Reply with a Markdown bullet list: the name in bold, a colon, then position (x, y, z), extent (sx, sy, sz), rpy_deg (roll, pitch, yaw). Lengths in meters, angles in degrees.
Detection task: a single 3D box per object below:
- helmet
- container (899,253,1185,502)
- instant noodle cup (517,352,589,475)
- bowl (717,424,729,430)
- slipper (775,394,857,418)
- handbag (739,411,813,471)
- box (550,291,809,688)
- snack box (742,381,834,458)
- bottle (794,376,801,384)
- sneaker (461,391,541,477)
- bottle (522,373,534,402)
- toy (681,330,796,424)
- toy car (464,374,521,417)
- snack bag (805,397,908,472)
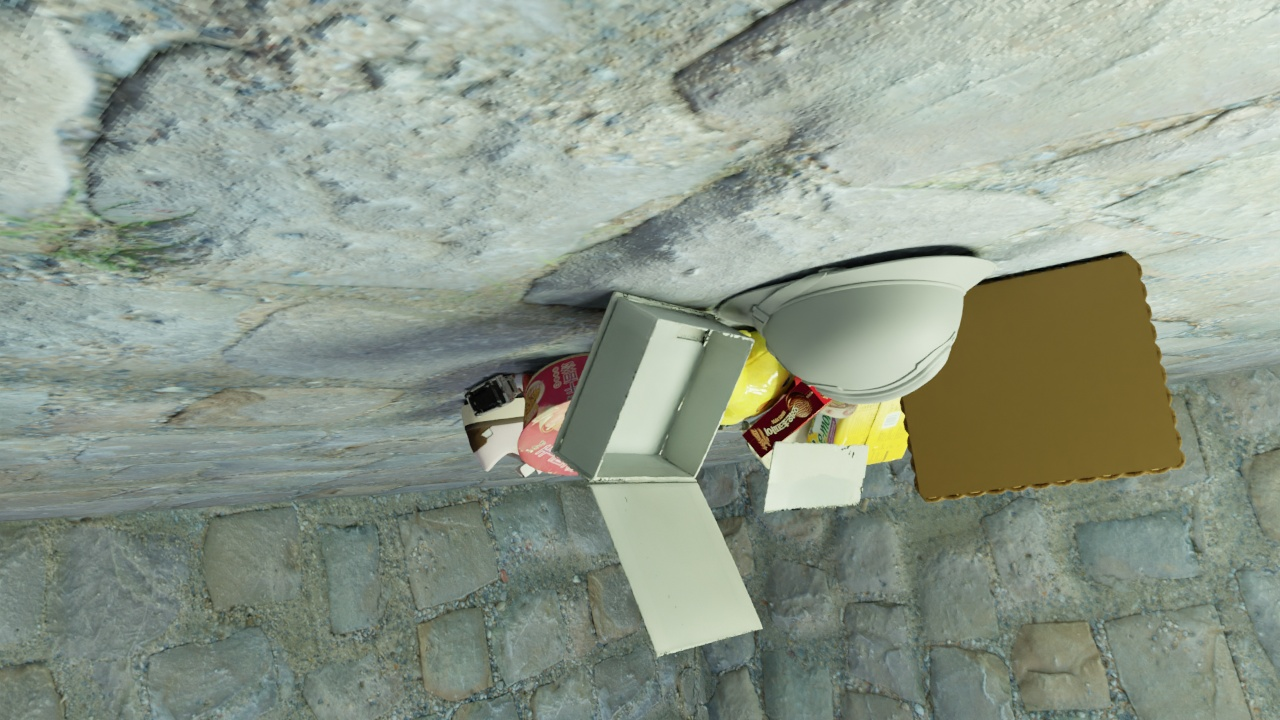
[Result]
- **helmet**: position (0.208, -0.017, 0.887), extent (0.272, 0.117, 0.183), rpy_deg (-11, 169, 29)
- **container**: position (0.429, 0.032, 1.026), extent (0.252, 0.219, 0.214), rpy_deg (-11, 169, 21)
- **instant noodle cup**: position (-0.065, 0.060, 1.099), extent (0.178, 0.077, 0.179), rpy_deg (-11, 146, -7)
- **bowl**: position (0.157, 0.061, 1.422), extent (0.110, 0.055, 0.110), rpy_deg (-27, 175, -3)
- **slipper**: position (0.262, 0.034, 1.228), extent (0.198, 0.081, 0.093), rpy_deg (-21, -157, 47)
- **handbag**: position (0.265, 0.073, 1.469), extent (0.229, 0.132, 0.184), rpy_deg (-33, 150, 2)
- **box**: position (0.042, 0.111, 0.836), extent (0.165, 0.330, 0.166), rpy_deg (-32, 156, 33)
- **snack box**: position (0.208, 0.037, 1.074), extent (0.151, 0.036, 0.133), rpy_deg (-31, 167, -39)
- **bottle**: position (0.226, -0.001, 1.180), extent (0.119, 0.036, 0.036), rpy_deg (-34, 157, 31)
- **sneaker**: position (-0.106, 0.104, 1.330), extent (0.293, 0.116, 0.112), rpy_deg (-3, 169, -22)
- **bottle**: position (-0.093, 0.032, 1.154), extent (0.109, 0.044, 0.044), rpy_deg (-6, 170, -11)
- **toy**: position (0.104, 0.017, 1.033), extent (0.134, 0.092, 0.207), rpy_deg (-50, 157, 25)
- **toy car**: position (-0.188, 0.044, 1.173), extent (0.039, 0.039, 0.113), rpy_deg (-26, -178, -32)
- **snack bag**: position (0.343, 0.076, 1.356), extent (0.159, 0.068, 0.248), rpy_deg (-9, 138, -13)
